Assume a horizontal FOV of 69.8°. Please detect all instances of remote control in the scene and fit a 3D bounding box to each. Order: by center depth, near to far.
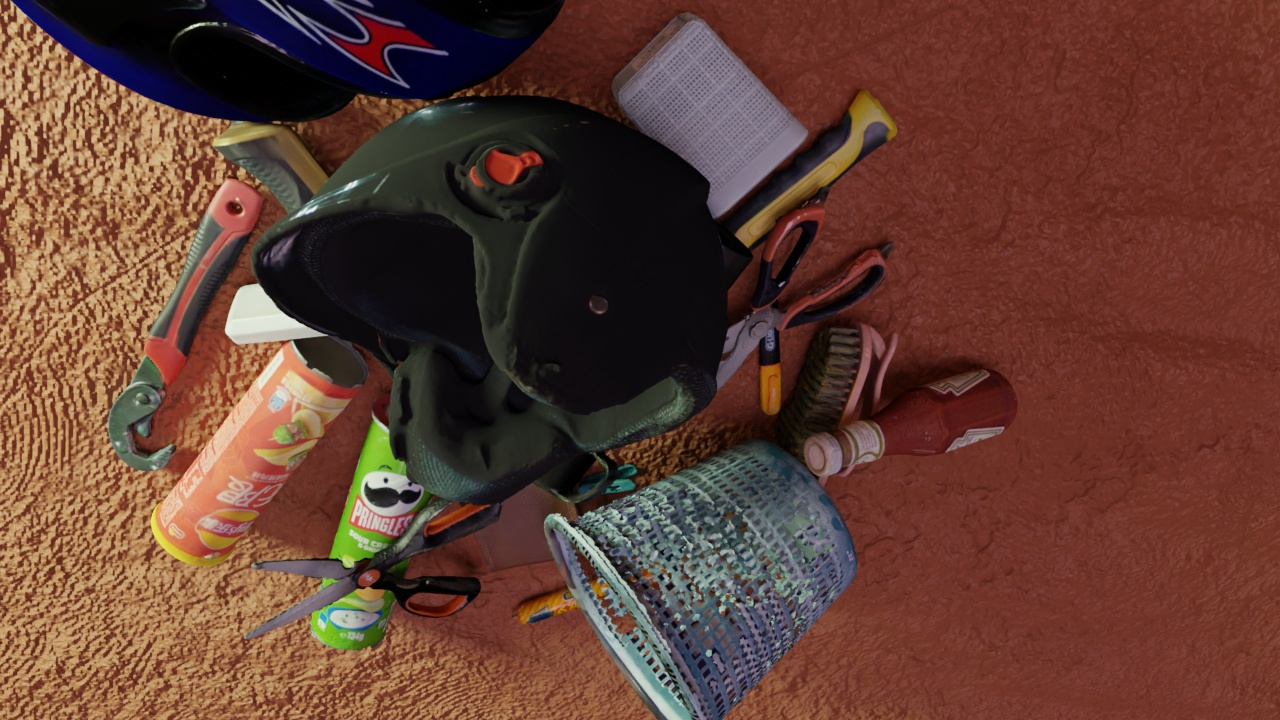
[{"bbox_3d":[-0.252,-0.041,0.692,0.125,0.049,0.024,-5,147,10],"label":"remote control"}]

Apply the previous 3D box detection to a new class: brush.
[{"bbox_3d":[0.170,0.034,0.789,0.073,0.063,0.146,11,113,-12],"label":"brush"}]

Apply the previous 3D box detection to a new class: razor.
[{"bbox_3d":[-0.245,-0.134,0.664,0.067,0.062,0.167,-46,123,-18],"label":"razor"}]

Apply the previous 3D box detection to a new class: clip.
[{"bbox_3d":[-0.030,0.109,0.826,0.055,0.038,0.013,-12,117,11],"label":"clip"}]

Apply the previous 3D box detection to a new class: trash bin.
[{"bbox_3d":[0.061,0.175,0.765,0.194,0.227,0.227,-31,119,-19],"label":"trash bin"}]

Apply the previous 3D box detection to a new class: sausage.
[{"bbox_3d":[-0.046,0.222,0.881,0.165,0.021,0.021,-19,117,3],"label":"sausage"}]

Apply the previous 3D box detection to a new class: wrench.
[{"bbox_3d":[-0.361,-0.023,0.722,0.056,0.016,0.274,25,112,-18],"label":"wrench"}]

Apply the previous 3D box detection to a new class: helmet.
[{"bbox_3d":[-0.220,-0.249,0.499,0.241,0.246,0.315,-26,121,40],"label":"helmet"},{"bbox_3d":[-0.076,-0.048,0.557,0.274,0.229,0.234,26,149,-15],"label":"helmet"}]

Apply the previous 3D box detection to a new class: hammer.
[{"bbox_3d":[0.065,-0.086,0.732,0.324,0.031,0.126,-39,115,13],"label":"hammer"}]

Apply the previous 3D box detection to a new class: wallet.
[{"bbox_3d":[-0.106,0.134,0.826,0.101,0.032,0.125,-13,117,3],"label":"wallet"}]

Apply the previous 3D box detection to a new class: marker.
[{"bbox_3d":[0.111,-0.009,0.786,0.018,0.015,0.124,-9,115,-9],"label":"marker"}]

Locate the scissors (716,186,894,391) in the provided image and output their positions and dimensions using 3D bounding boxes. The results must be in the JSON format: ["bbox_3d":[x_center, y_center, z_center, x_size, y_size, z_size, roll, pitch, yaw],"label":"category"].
[{"bbox_3d":[0.109,-0.044,0.741,0.188,0.015,0.227,-2,128,-27],"label":"scissors"}]

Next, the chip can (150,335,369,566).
[{"bbox_3d":[-0.310,0.070,0.745,0.073,0.073,0.217,35,108,-21],"label":"chip can"}]

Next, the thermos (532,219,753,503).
[{"bbox_3d":[-0.004,0.004,0.704,0.068,0.090,0.243,4,126,-56],"label":"thermos"}]

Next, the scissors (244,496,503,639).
[{"bbox_3d":[-0.205,0.176,0.762,0.220,0.021,0.229,-39,141,-9],"label":"scissors"}]

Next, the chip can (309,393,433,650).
[{"bbox_3d":[-0.224,0.144,0.792,0.072,0.072,0.236,17,114,-15],"label":"chip can"}]

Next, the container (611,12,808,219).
[{"bbox_3d":[0.044,-0.177,0.651,0.090,0.089,0.111,-41,112,13],"label":"container"}]

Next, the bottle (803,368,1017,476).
[{"bbox_3d":[0.227,0.055,0.768,0.205,0.060,0.060,-14,120,-27],"label":"bottle"}]
